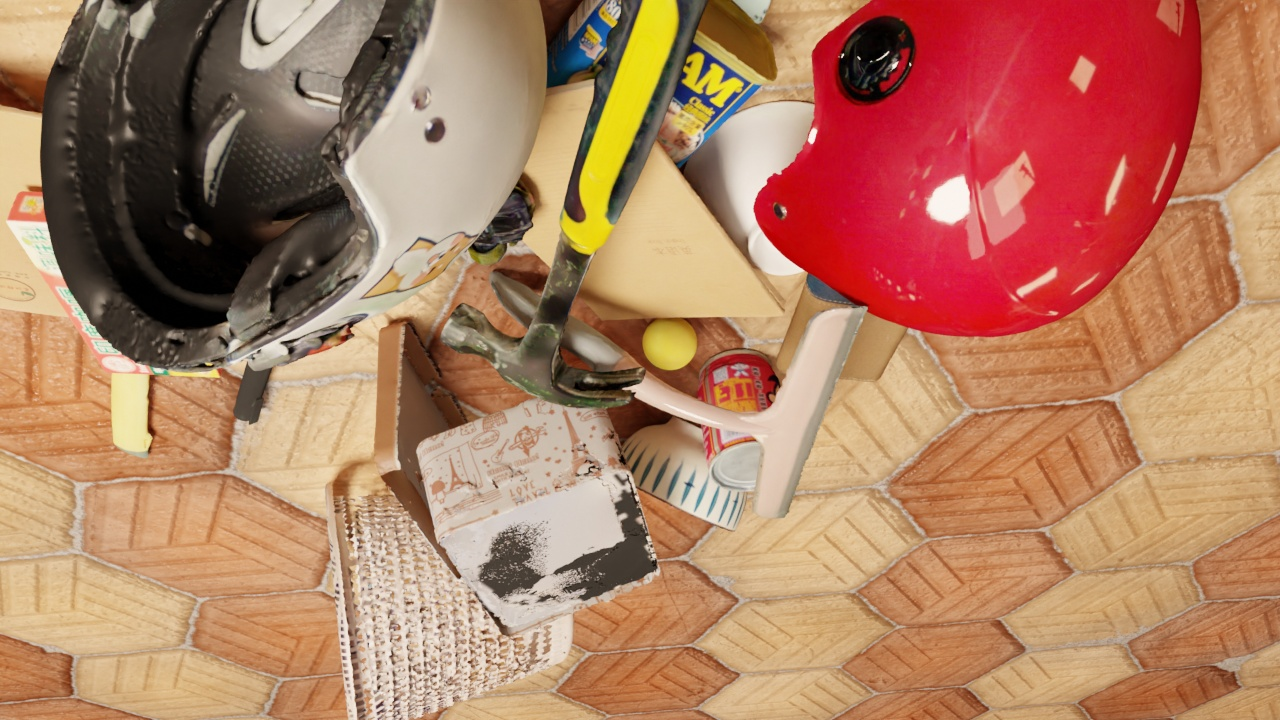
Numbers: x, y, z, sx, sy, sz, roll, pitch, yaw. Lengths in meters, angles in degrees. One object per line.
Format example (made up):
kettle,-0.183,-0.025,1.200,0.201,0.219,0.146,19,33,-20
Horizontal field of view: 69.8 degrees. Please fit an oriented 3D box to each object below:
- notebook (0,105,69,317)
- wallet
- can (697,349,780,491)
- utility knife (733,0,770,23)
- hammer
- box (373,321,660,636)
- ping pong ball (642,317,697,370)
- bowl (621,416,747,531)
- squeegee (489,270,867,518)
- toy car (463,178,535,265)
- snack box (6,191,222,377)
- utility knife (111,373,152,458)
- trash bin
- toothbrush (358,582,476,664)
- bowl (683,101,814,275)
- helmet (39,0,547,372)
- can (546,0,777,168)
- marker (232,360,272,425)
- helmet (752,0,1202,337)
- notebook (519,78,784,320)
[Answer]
notebook,-0.348,-0.078,0.556,0.147,0.008,0.208,9,149,-16
wallet,0.156,-0.029,0.679,0.090,0.033,0.115,3,140,-6
can,0.080,0.045,0.710,0.066,0.093,0.067,-3,140,-3
utility knife,-0.005,-0.227,0.434,0.204,0.018,0.034,31,126,-33
hammer,-0.022,-0.078,0.469,0.126,0.031,0.324,29,140,1
box,-0.096,0.072,0.675,0.157,0.193,0.183,-19,143,-5
ping pong ball,0.022,-0.013,0.676,0.040,0.040,0.040,-3,140,-3
bowl,0.040,0.088,0.762,0.116,0.116,0.066,27,86,-33
squeegee,-0.004,0.003,0.597,0.250,0.040,0.248,27,148,16
toy car,-0.141,-0.096,0.547,0.158,0.042,0.070,6,154,10
snack box,-0.319,-0.042,0.575,0.077,0.027,0.156,3,146,-6
utility knife,-0.381,0.022,0.689,0.031,0.021,0.207,13,145,-21
trash bin,-0.168,0.207,0.806,0.192,0.227,0.228,-6,142,-19
toothbrush,-0.246,0.295,1.026,0.027,0.026,0.221,15,152,36
bowl,0.088,-0.093,0.570,0.118,0.064,0.118,-3,140,-3
helmet,-0.146,-0.119,0.426,0.275,0.230,0.156,-37,163,34
can,0.008,-0.158,0.491,0.102,0.057,0.083,24,134,-29
marker,-0.282,0.004,0.680,0.020,0.022,0.132,-21,157,-44
helmet,0.192,-0.110,0.460,0.206,0.144,0.241,-4,132,-36
notebook,-0.021,-0.085,0.554,0.150,0.012,0.211,2,151,37
